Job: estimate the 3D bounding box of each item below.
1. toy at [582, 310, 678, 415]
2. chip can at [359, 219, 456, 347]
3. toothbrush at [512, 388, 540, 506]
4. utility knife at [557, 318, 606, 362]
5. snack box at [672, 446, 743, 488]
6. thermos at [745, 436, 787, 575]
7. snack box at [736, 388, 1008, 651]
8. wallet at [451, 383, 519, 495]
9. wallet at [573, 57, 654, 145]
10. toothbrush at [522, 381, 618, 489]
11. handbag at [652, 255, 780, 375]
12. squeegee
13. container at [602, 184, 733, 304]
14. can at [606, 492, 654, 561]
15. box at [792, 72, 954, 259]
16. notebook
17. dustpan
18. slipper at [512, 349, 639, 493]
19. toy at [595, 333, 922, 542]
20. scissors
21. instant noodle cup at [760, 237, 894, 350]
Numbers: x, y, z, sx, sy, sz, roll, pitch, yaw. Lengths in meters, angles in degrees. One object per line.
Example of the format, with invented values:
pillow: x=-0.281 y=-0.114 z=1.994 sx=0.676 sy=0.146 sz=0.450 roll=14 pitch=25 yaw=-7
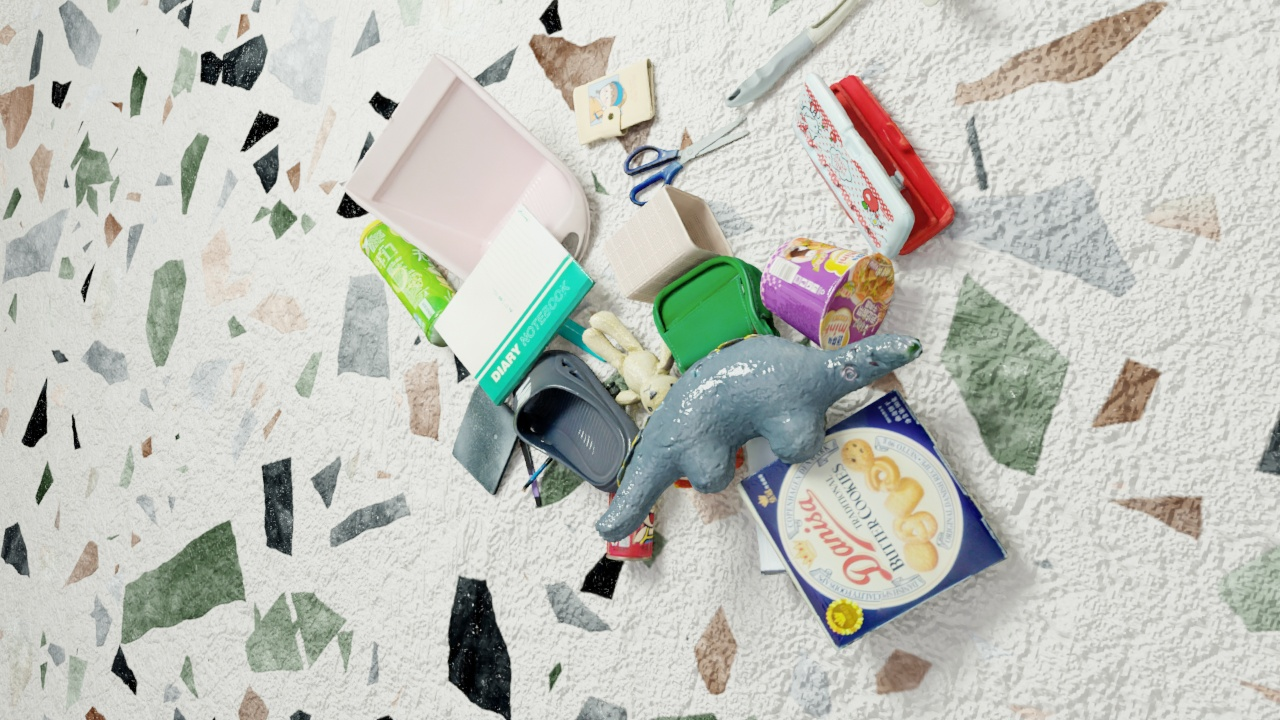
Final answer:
toy: x=-0.006 y=0.006 z=1.064 sx=0.157 sy=0.066 sz=0.105 roll=46 pitch=103 yaw=21
chip can: x=-0.314 y=-0.110 z=1.286 sx=0.073 sy=0.072 sz=0.221 roll=-52 pitch=59 yaw=18
toothbrush: x=-0.155 y=0.098 z=1.188 sx=0.014 sy=0.016 sz=0.189 roll=-26 pitch=72 yaw=35
utility knife: x=-0.088 y=-0.036 z=1.159 sx=0.161 sy=0.013 sz=0.029 roll=32 pitch=105 yaw=30
snack box: x=0.063 y=0.095 z=0.995 sx=0.080 sy=0.091 sz=0.082 roll=-13 pitch=77 yaw=25
thermos: x=0.147 y=0.105 z=0.951 sx=0.073 sy=0.073 sz=0.224 roll=-13 pitch=77 yaw=33
snack box: x=0.215 y=0.150 z=0.866 sx=0.182 sy=0.046 sz=0.178 roll=-32 pitch=74 yaw=6
wallet: x=-0.202 y=0.104 z=1.210 sx=0.097 sy=0.019 sz=0.121 roll=39 pitch=116 yaw=32
wallet: x=-0.033 y=-0.320 z=1.149 sx=0.115 sy=0.024 sz=0.087 roll=-11 pitch=74 yaw=32
toothbrush: x=-0.088 y=0.097 z=1.139 sx=0.016 sy=0.014 sz=0.190 roll=45 pitch=108 yaw=12
handbag: x=0.085 y=-0.044 z=1.008 sx=0.132 sy=0.068 sz=0.120 roll=-29 pitch=70 yaw=28
squeegee: x=0.187 y=-0.358 z=0.992 sx=0.247 sy=0.039 sz=0.246 roll=-43 pitch=45 yaw=29
container: x=0.027 y=-0.126 z=1.045 sx=0.111 sy=0.090 sz=0.090 roll=-36 pitch=66 yaw=29
can: x=-0.010 y=0.161 z=1.057 sx=0.053 sy=0.053 sz=0.132 roll=0 pitch=84 yaw=34
box: x=0.219 y=-0.199 z=0.919 sx=0.095 sy=0.091 sz=0.201 roll=-38 pitch=65 yaw=26
notebook: x=-0.161 y=-0.068 z=1.142 sx=0.150 sy=0.012 sz=0.209 roll=48 pitch=112 yaw=22
dustpan: x=-0.200 y=-0.206 z=1.143 sx=0.223 sy=0.273 sz=0.138 roll=-50 pitch=35 yaw=23
slipper: x=-0.094 y=0.059 z=1.080 sx=0.268 sy=0.083 sz=0.111 roll=38 pitch=106 yaw=49
toy: x=0.096 y=0.049 z=0.885 sx=0.357 sy=0.091 sz=0.137 roll=-31 pitch=46 yaw=18
scissors: x=0.053 y=-0.232 z=1.086 sx=0.173 sy=0.012 sz=0.128 roll=11 pitch=89 yaw=34
instant noodle cup: x=0.183 y=-0.070 z=0.926 sx=0.099 sy=0.111 sz=0.111 roll=33 pitch=103 yaw=42
